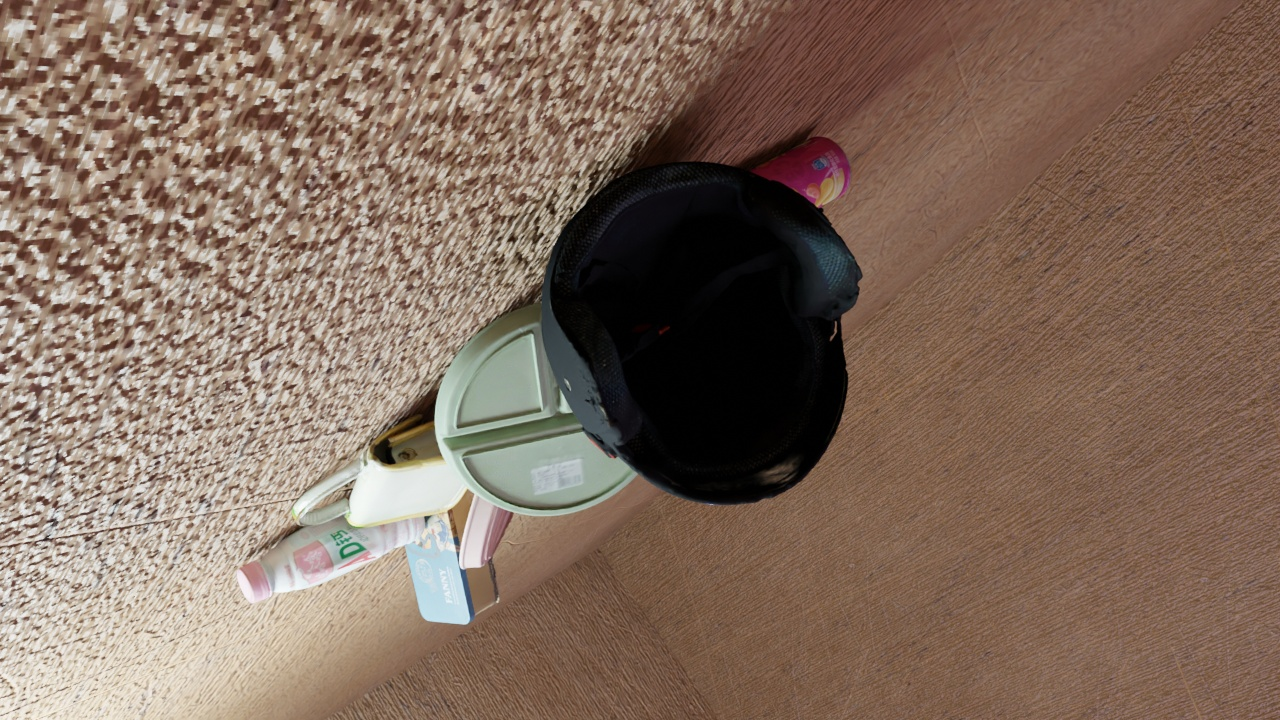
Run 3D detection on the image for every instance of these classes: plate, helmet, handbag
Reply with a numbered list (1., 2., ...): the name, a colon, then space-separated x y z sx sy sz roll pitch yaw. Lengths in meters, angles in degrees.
1. plate: -0.078 0.053 0.875 0.230 0.230 0.027 -38 -150 2
2. helmet: 0.040 -0.023 0.745 0.233 0.275 0.230 -30 -167 -9
3. handbag: -0.261 0.117 0.933 0.178 0.063 0.164 -11 155 -32
4. plate: -0.146 0.123 1.015 0.229 0.028 0.229 29 80 -89

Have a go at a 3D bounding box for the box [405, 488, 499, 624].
1. box: -0.229 0.229 1.098 0.090 0.184 0.063 -9 -175 34

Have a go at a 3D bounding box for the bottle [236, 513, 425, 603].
1. bottle: -0.335 0.201 0.999 0.196 0.068 0.068 -22 161 -39

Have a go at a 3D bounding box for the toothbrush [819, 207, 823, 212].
1. toothbrush: 0.176 -0.147 1.265 0.189 0.014 0.017 -40 180 15

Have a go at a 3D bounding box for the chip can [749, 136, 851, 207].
1. chip can: 0.116 -0.156 0.915 0.210 0.071 0.072 -31 167 -28
